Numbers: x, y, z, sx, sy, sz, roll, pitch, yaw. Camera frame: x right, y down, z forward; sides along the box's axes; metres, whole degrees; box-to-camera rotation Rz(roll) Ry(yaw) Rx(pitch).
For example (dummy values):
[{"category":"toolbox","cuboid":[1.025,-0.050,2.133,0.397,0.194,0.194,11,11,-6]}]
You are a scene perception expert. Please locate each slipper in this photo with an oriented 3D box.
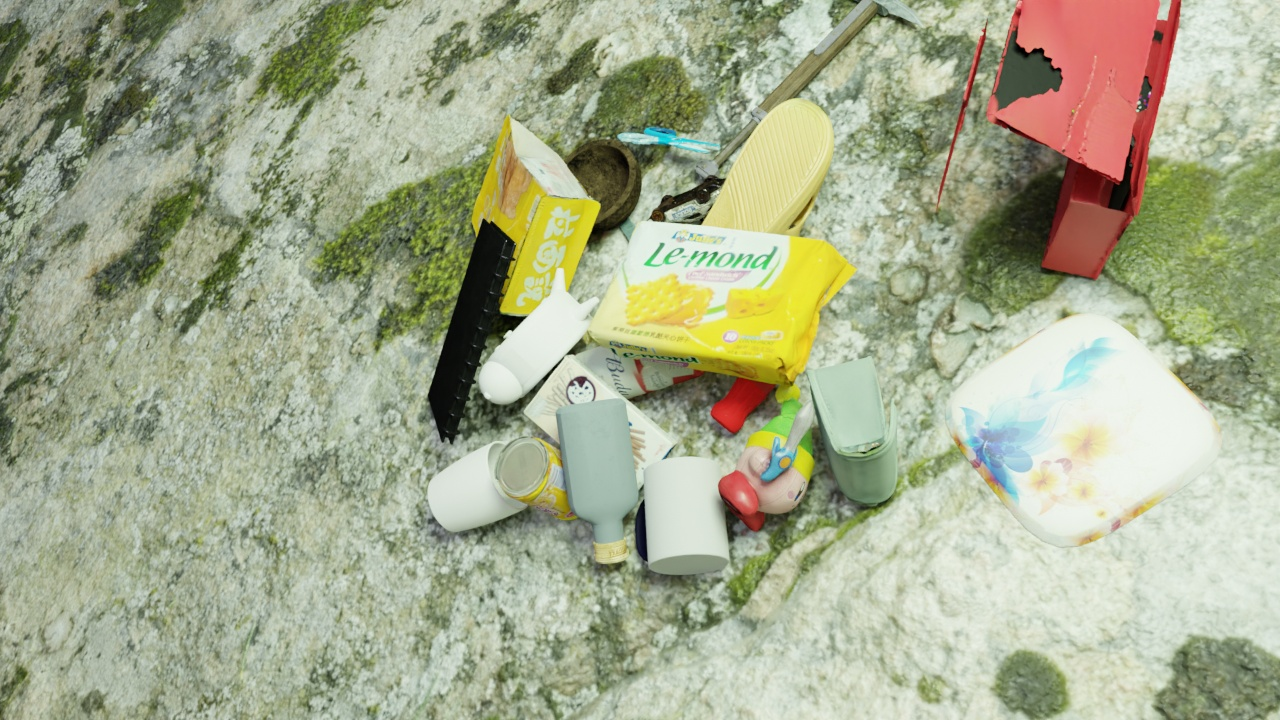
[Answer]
[{"category":"slipper","cuboid":[0.132,-0.157,1.016,0.099,0.078,0.264,45,107,36]}]

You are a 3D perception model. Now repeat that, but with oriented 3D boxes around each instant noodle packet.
[{"category":"instant noodle packet","cuboid":[-0.148,-0.181,1.117,0.221,0.084,0.163,56,133,42]}]

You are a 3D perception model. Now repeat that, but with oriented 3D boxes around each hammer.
[{"category":"hammer","cuboid":[0.184,-0.328,1.098,0.317,0.028,0.147,-46,55,-1]}]

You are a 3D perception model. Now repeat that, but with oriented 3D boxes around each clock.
[{"category":"clock","cuboid":[-0.120,-0.023,1.031,0.073,0.125,0.161,44,87,-4]}]

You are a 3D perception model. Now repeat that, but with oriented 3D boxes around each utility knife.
[{"category":"utility knife","cuboid":[0.012,-0.116,1.062,0.031,0.015,0.209,-48,39,14]}]

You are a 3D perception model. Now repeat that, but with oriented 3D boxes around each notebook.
[{"category":"notebook","cuboid":[-0.195,-0.038,1.043,0.231,0.019,0.169,-70,23,11]}]

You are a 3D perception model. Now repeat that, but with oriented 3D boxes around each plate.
[{"category":"plate","cuboid":[0.390,0.055,0.824,0.187,0.016,0.187,-35,57,6]}]

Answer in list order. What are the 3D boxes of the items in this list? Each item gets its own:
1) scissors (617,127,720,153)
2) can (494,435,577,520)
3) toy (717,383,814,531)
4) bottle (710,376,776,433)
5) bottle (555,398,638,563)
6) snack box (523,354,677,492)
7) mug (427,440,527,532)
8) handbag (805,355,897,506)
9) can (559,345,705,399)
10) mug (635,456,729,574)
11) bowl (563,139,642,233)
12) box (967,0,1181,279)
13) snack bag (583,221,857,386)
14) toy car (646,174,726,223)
[{"category":"scissors","cuboid":[0.047,-0.269,1.118,0.141,0.090,0.014,15,118,31]},{"category":"can","cuboid":[-0.097,0.125,0.968,0.068,0.105,0.067,-12,63,24]},{"category":"toy","cuboid":[0.125,0.087,0.870,0.131,0.124,0.097,-43,61,-3]},{"category":"bottle","cuboid":[0.122,0.021,0.956,0.036,0.036,0.119,37,85,34]},{"category":"bottle","cuboid":[-0.040,0.123,0.928,0.072,0.046,0.161,-9,93,-14]},{"category":"snack box","cuboid":[-0.043,0.071,0.971,0.150,0.026,0.082,40,102,9]},{"category":"mug","cuboid":[-0.179,0.134,1.029,0.088,0.081,0.114,-26,27,19]},{"category":"handbag","cuboid":[0.201,0.065,0.845,0.067,0.122,0.106,-14,58,8]},{"category":"can","cuboid":[-0.006,0.006,1.006,0.170,0.067,0.067,-18,60,16]},{"category":"mug","cuboid":[0.034,0.160,0.915,0.112,0.078,0.096,-31,52,43]},{"category":"bowl","cuboid":[-0.047,-0.205,1.131,0.121,0.056,0.121,-11,64,24]},{"category":"box","cuboid":[0.394,-0.231,0.784,0.124,0.315,0.210,7,70,40]},{"category":"snack bag","cuboid":[0.076,-0.056,0.923,0.248,0.068,0.159,11,57,26]},{"category":"toy car","cuboid":[0.057,-0.180,1.077,0.113,0.040,0.048,-18,24,33]}]
